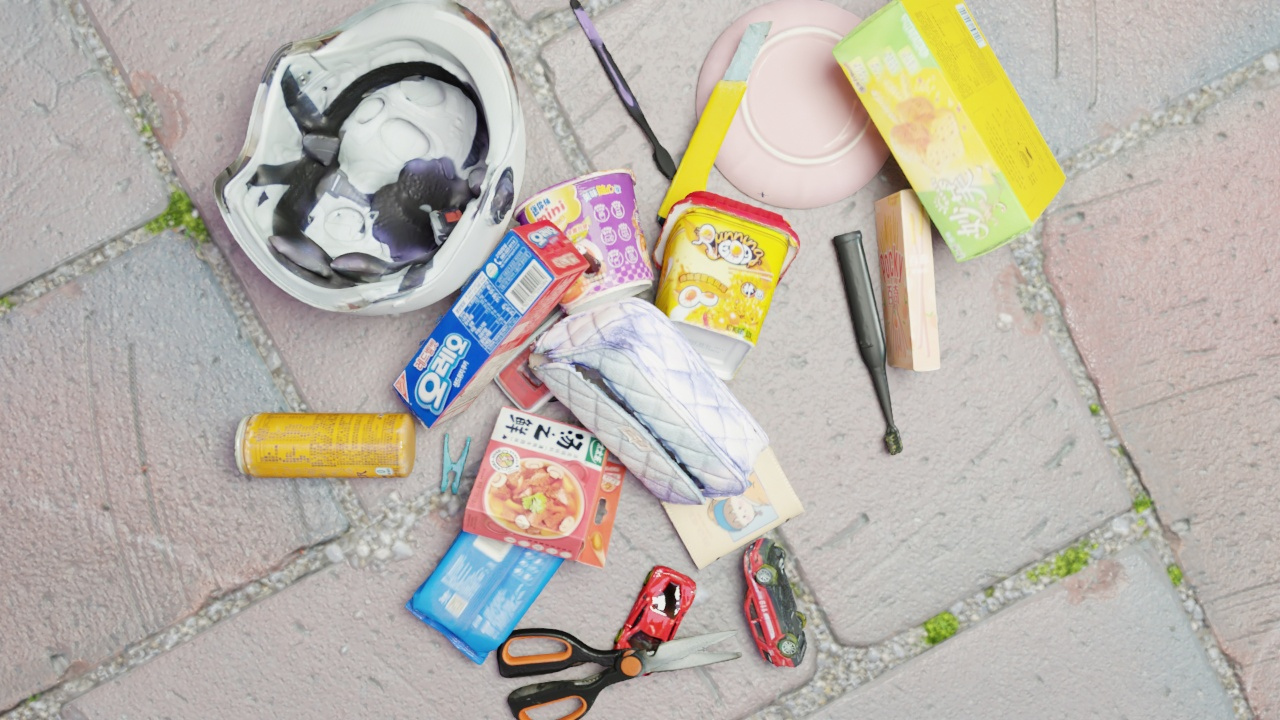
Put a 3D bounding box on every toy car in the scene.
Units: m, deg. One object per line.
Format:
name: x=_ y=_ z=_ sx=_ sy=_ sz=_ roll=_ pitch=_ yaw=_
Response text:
toy car: x=0.013 y=0.245 z=0.856 sx=0.049 sy=0.031 sz=0.106 roll=27 pitch=93 yaw=-3
toy car: x=0.120 y=0.225 z=0.849 sx=0.045 sy=0.052 sz=0.120 roll=-12 pitch=99 yaw=22

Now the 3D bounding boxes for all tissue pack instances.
tissue pack: x=-0.134 y=0.190 z=0.833 sx=0.095 sy=0.052 sz=0.157 roll=36 pitch=90 yaw=-2

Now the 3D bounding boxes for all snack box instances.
snack box: x=0.268 y=-0.207 z=0.782 sx=0.070 sy=0.157 sz=0.210 roll=-28 pitch=96 yaw=41
snack box: x=0.239 y=-0.071 z=0.824 sx=0.026 sy=0.084 sz=0.157 roll=-6 pitch=93 yaw=0
snack box: x=-0.078 y=0.109 z=0.804 sx=0.127 sy=0.044 sz=0.113 roll=16 pitch=48 yaw=-4
snack box: x=-0.130 y=-0.026 z=0.768 sx=0.057 sy=0.058 sz=0.208 roll=48 pitch=122 yaw=6

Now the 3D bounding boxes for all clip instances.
clip: x=-0.171 y=0.096 z=0.846 sx=0.040 sy=0.014 sz=0.056 roll=8 pitch=93 yaw=-3

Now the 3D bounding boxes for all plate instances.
plate: x=0.148 y=-0.236 z=0.832 sx=0.192 sy=0.039 sz=0.192 roll=0 pitch=93 yaw=-3

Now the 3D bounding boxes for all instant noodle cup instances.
instant noodle cup: x=-0.043 y=-0.098 z=0.788 sx=0.111 sy=0.111 sz=0.099 roll=-19 pitch=86 yaw=-2
instant noodle cup: x=0.063 y=-0.060 z=0.785 sx=0.116 sy=0.116 sz=0.123 roll=17 pitch=63 yaw=-4

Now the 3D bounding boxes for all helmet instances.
helmet: x=-0.196 y=-0.153 z=0.760 sx=0.229 sy=0.146 sz=0.258 roll=28 pitch=86 yaw=13

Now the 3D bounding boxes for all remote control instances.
remote control: x=-0.071 y=-0.012 z=0.838 sx=0.136 sy=0.020 sz=0.056 roll=-42 pitch=83 yaw=-1

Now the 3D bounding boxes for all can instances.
can: x=-0.277 y=0.075 z=0.816 sx=0.146 sy=0.058 sz=0.058 roll=0 pitch=93 yaw=-3

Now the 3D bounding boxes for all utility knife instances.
utility knife: x=0.066 y=-0.203 z=0.815 sx=0.033 sy=0.015 sz=0.207 roll=23 pitch=109 yaw=-6

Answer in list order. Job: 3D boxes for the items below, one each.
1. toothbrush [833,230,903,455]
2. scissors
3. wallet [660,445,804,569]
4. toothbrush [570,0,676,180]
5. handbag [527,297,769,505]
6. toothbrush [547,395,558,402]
toothbrush: x=0.215 y=-0.015 z=0.854 sx=0.026 sy=0.027 sz=0.212 roll=-11 pitch=94 yaw=35
scissors: x=-0.019 y=0.292 z=0.843 sx=0.234 sy=0.021 sz=0.162 roll=11 pitch=101 yaw=5
wallet: x=0.084 y=0.131 z=0.858 sx=0.115 sy=0.024 sz=0.087 roll=-28 pitch=99 yaw=0
toothbrush: x=-0.016 y=-0.247 z=0.839 sx=0.014 sy=0.017 sz=0.189 roll=-30 pitch=91 yaw=-13
handbag: x=0.006 y=0.041 z=0.771 sx=0.194 sy=0.134 sz=0.075 roll=48 pitch=57 yaw=-22
toothbrush: x=-0.005 y=0.005 z=0.850 sx=0.181 sy=0.018 sz=0.015 roll=-19 pitch=101 yaw=0
